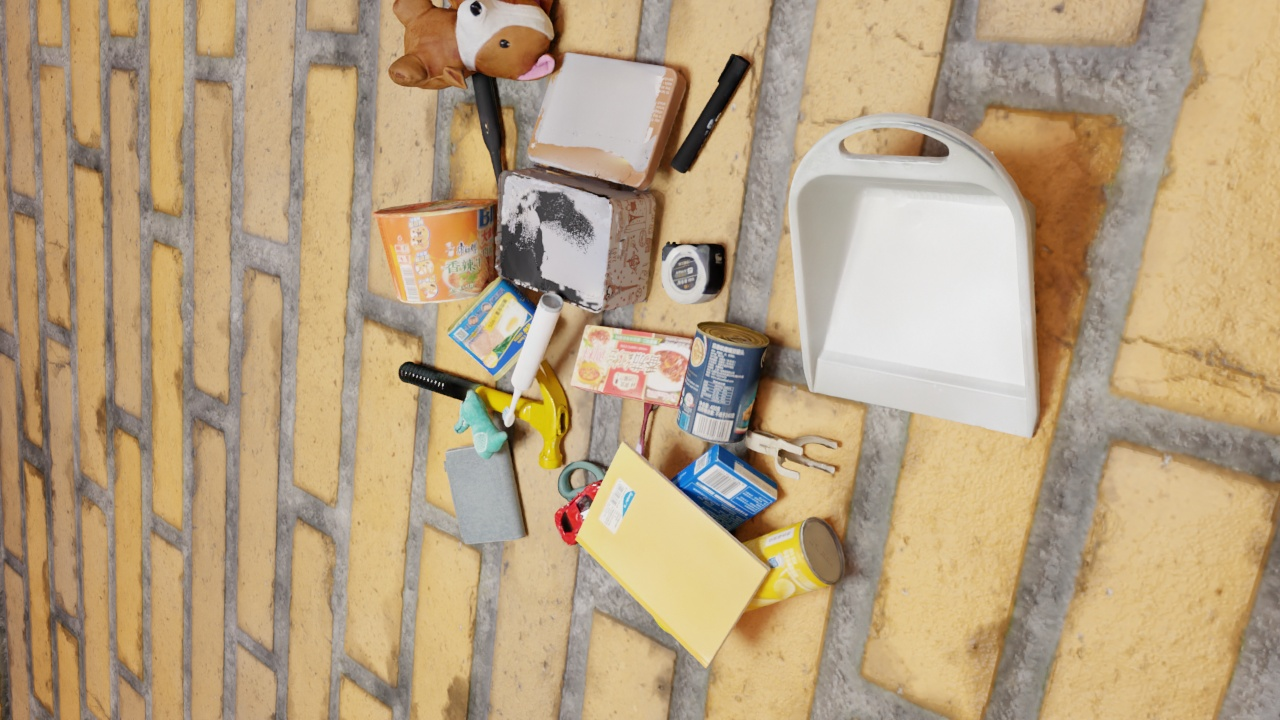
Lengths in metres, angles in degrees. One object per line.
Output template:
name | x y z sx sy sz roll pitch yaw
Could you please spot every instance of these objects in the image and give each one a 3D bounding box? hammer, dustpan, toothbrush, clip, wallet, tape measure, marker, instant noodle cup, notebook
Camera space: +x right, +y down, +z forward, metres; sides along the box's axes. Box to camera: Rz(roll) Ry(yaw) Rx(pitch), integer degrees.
hammer | -0.211 0.044 1.202 0.301 0.032 0.129 14 104 36
dustpan | 0.222 -0.070 0.780 0.223 0.142 0.258 12 103 36
toothbrush | 0.000 0.116 1.060 0.016 0.017 0.188 27 115 41
clip | 0.142 0.091 0.915 0.101 0.096 0.035 10 103 25
wallet | -0.207 0.175 1.217 0.107 0.036 0.129 -10 92 28
toothbrush | -0.184 -0.282 1.137 0.026 0.027 0.212 -10 92 24
tape measure | 0.055 -0.092 0.974 0.066 0.033 0.066 9 100 39
marker | 0.070 -0.253 0.946 0.022 0.020 0.132 40 119 14
toothbrush | -0.132 0.007 1.072 0.026 0.026 0.222 59 142 30
instant noodle cup | -0.249 -0.137 1.140 0.152 0.151 0.111 7 109 37
notebook | 0.026 0.202 0.961 0.206 0.010 0.146 39 119 26

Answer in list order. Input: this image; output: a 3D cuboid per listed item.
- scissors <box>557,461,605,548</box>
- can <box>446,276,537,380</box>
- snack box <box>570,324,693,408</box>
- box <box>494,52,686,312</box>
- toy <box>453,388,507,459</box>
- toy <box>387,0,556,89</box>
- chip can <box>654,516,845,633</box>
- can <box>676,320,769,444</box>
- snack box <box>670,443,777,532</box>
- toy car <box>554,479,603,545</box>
scissors | -0.040 0.195 1.087 0.185 0.019 0.129 24 113 43
can | -0.170 -0.041 1.102 0.102 0.057 0.083 -45 104 4
snack box | -0.006 0.006 1.026 0.153 0.025 0.075 10 82 37
box | -0.061 -0.203 1.017 0.179 0.102 0.261 23 115 34
toy | -0.207 0.083 1.167 0.097 0.030 0.092 -44 66 42
toy | -0.189 -0.377 1.058 0.200 0.130 0.140 1 86 10
chip can | 0.106 0.226 0.958 0.214 0.071 0.072 -31 78 36
can | 0.083 0.023 0.942 0.075 0.075 0.111 23 111 33
snack box | 0.062 0.156 0.979 0.084 0.026 0.158 35 126 -18
toy car | -0.064 0.179 1.076 0.107 0.031 0.049 -41 68 39
